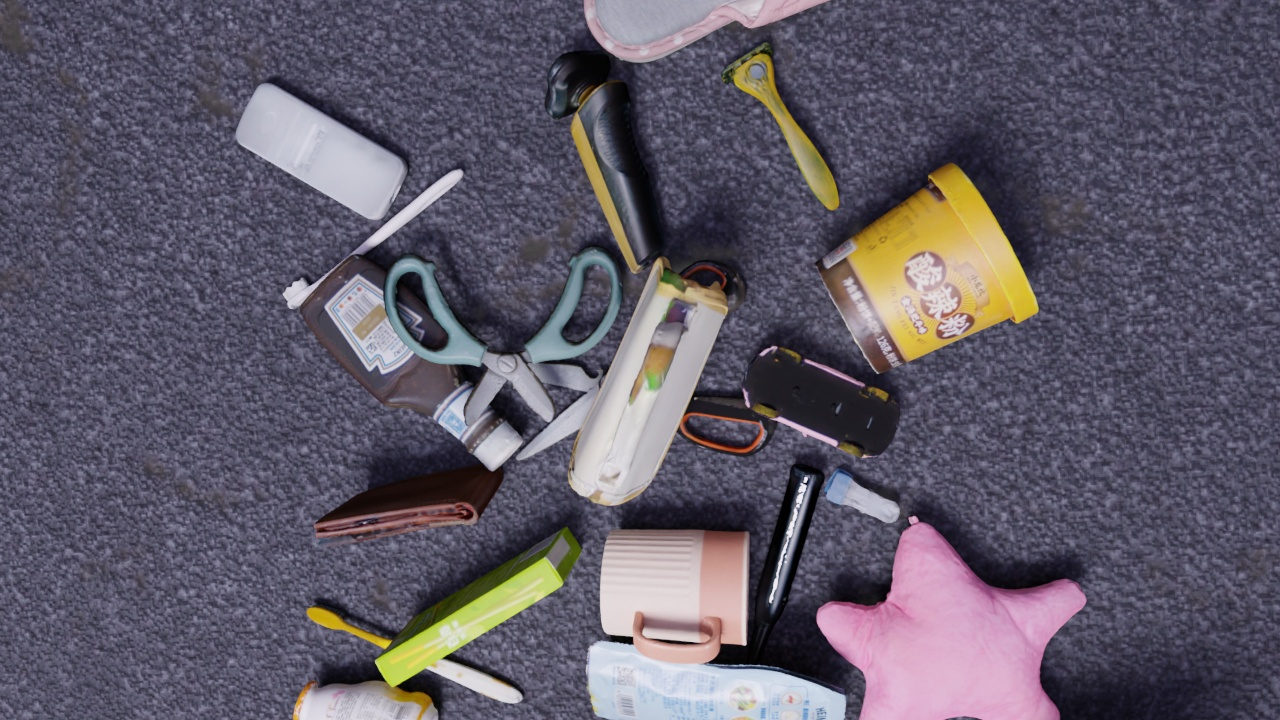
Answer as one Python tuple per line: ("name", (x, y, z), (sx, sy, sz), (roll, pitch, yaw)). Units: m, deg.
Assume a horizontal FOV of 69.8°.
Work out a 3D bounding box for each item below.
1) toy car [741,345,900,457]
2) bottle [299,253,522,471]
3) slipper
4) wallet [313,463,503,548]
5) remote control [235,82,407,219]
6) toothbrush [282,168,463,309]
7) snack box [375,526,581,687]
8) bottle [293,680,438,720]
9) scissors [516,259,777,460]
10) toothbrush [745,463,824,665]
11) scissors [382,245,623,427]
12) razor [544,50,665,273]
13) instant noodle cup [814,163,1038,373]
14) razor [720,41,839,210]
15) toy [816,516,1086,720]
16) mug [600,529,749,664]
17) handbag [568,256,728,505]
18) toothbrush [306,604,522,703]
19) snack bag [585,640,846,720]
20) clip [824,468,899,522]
("toy car", (0.134, 0.031, 0.687), (0.122, 0.037, 0.056), (24, 88, -3))
("bottle", (-0.172, 0.006, 0.712), (0.195, 0.044, 0.080), (44, 87, 3))
("slipper", (0.087, -0.299, 0.658), (0.274, 0.054, 0.114), (-20, 92, 8))
("wallet", (-0.171, 0.112, 0.697), (0.124, 0.101, 0.032), (-11, 95, 7))
("remote control", (-0.251, -0.165, 0.723), (0.136, 0.020, 0.056), (30, 98, 3))
("toothbrush", (-0.213, -0.099, 0.728), (0.180, 0.016, 0.016), (-35, 84, 9))
("snack box", (-0.122, 0.187, 0.706), (0.156, 0.085, 0.026), (-32, 91, 7))
("bottle", (-0.221, 0.289, 0.736), (0.108, 0.063, 0.063), (14, 96, 4))
("scissors", (0.004, 0.017, 0.710), (0.228, 0.021, 0.221), (35, 97, 2))
("toothbrush", (0.103, 0.184, 0.711), (0.027, 0.026, 0.213), (16, 99, 17))
("scissors", (-0.099, -0.041, 0.694), (0.170, 0.019, 0.171), (-43, 86, -8))
("razor", (-0.024, -0.147, 0.690), (0.068, 0.062, 0.167), (-14, 100, 37))
("instant noodle cup", (0.194, -0.058, 0.640), (0.115, 0.118, 0.118), (-29, 91, 15))
("razor", (0.111, -0.169, 0.682), (0.043, 0.028, 0.132), (-31, 93, 4))
("toy", (0.232, 0.200, 0.676), (0.194, 0.074, 0.178), (-12, 91, 4))
("mug", (0.026, 0.176, 0.677), (0.106, 0.114, 0.082), (1, 119, 8))
("handbag", (0.006, 0.020, 0.612), (0.063, 0.178, 0.163), (23, 100, -3))
("toothbrush", (-0.185, 0.240, 0.754), (0.191, 0.018, 0.016), (22, 99, 2))
("snack bag", (0.057, 0.257, 0.691), (0.191, 0.038, 0.110), (4, 124, 14))
("clip", (0.170, 0.106, 0.701), (0.058, 0.036, 0.026), (28, 95, 3))
